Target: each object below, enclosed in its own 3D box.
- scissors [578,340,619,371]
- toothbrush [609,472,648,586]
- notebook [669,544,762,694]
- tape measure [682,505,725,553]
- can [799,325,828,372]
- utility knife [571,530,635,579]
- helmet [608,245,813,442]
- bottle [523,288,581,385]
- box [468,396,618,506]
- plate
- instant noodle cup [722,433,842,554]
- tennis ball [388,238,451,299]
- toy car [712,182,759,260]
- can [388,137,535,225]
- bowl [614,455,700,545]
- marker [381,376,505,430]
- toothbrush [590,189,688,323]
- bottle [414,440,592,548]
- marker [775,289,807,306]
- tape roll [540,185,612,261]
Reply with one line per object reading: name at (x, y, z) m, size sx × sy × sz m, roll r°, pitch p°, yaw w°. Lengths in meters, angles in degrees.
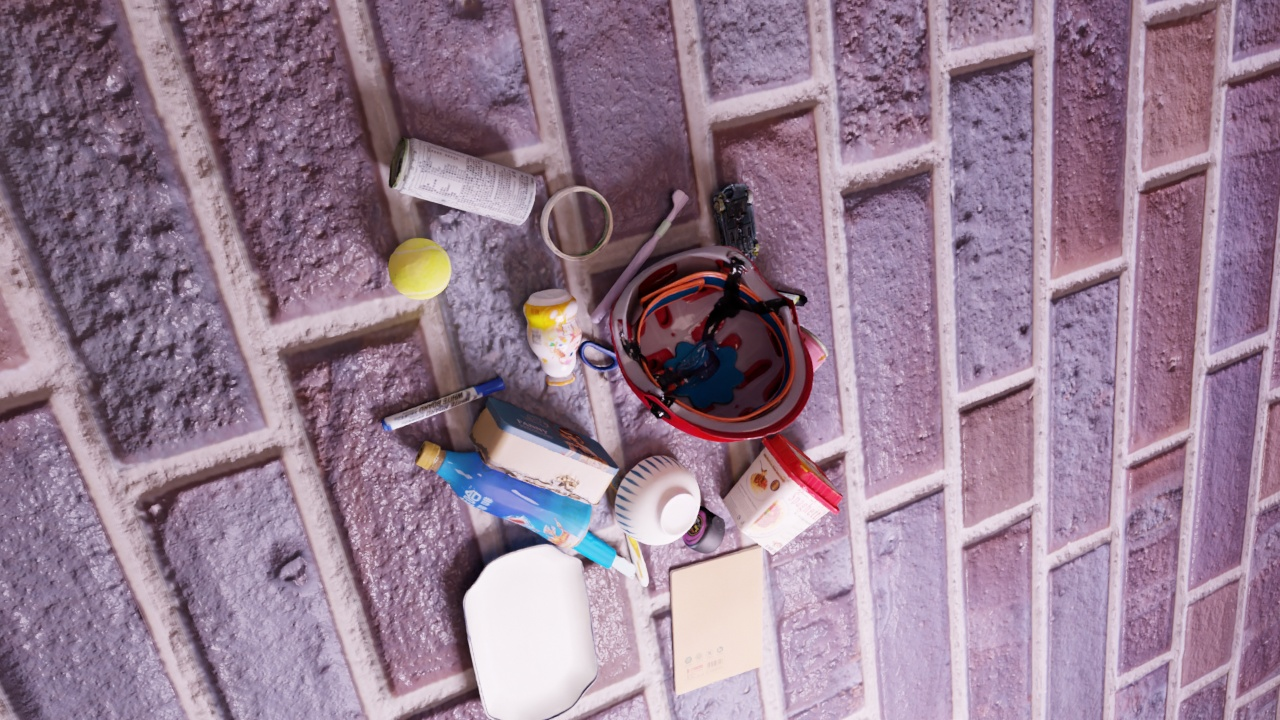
scissors at (-0.001, -0.007, 1.147) m, size 0.163 × 0.012 × 0.161 m, roll -1°, pitch 107°, yaw -26°
toothbrush at (-0.014, 0.224, 1.211) m, size 0.016 × 0.018 × 0.191 m, roll -22°, pitch 114°, yaw -15°
notebook at (0.113, 0.376, 1.325) m, size 0.147 × 0.008 × 0.208 m, roll -11°, pitch 111°, yaw -22°
tape measure at (0.087, 0.231, 1.239) m, size 0.039 × 0.057 × 0.058 m, roll 32°, pitch 83°, yaw -30°
can at (0.165, 0.027, 1.142) m, size 0.147 × 0.058 × 0.058 m, roll -46°, pitch 119°, yaw -5°
utility knife at (-0.071, 0.237, 1.188) m, size 0.187 × 0.018 × 0.034 m, roll 39°, pitch 86°, yaw -27°
helmet at (0.080, -0.002, 1.073) m, size 0.206 × 0.144 × 0.240 m, roll -35°, pitch 79°, yaw -16°
bottle at (-0.099, -0.026, 1.066) m, size 0.063 × 0.063 × 0.108 m, roll -14°, pitch 112°, yaw -20°
box at (-0.119, 0.107, 1.085) m, size 0.184 × 0.090 × 0.061 m, roll 28°, pitch 97°, yaw -33°
plate at (-0.143, 0.352, 1.185) m, size 0.161 × 0.034 × 0.266 m, roll -15°, pitch 112°, yaw -19°
instant noodle cup at (0.188, 0.185, 1.245) m, size 0.116 × 0.116 × 0.124 m, roll 38°, pitch 100°, yaw -30°
tennis ball at (-0.235, -0.098, 0.979) m, size 0.065 × 0.065 × 0.065 m, roll -8°, pitch 109°, yaw -23°
toy car at (0.117, -0.169, 1.136) m, size 0.048 × 0.031 × 0.106 m, roll -19°, pitch 115°, yaw -19°
can at (-0.188, -0.189, 0.975) m, size 0.146 × 0.058 × 0.058 m, roll 12°, pitch 101°, yaw -27°
bowl at (0.032, 0.187, 1.182) m, size 0.116 × 0.066 × 0.116 m, roll -11°, pitch 110°, yaw -33°
marker at (-0.227, 0.050, 1.059) m, size 0.145 × 0.017 × 0.017 m, roll -20°, pitch 114°, yaw -18°
toothbrush at (-0.003, -0.124, 1.104) m, size 0.189 × 0.021 × 0.029 m, roll -55°, pitch 152°, yaw 1°
bottle at (-0.162, 0.153, 1.089) m, size 0.218 × 0.065 × 0.065 m, roll 29°, pitch 93°, yaw -19°
marker at (0.169, -0.086, 1.198) m, size 0.124 × 0.015 × 0.018 m, roll 8°, pitch 104°, yaw -30°
tape roll at (-0.074, -0.158, 1.062) m, size 0.085 × 0.014 × 0.086 m, roll -8°, pitch 110°, yaw -22°
